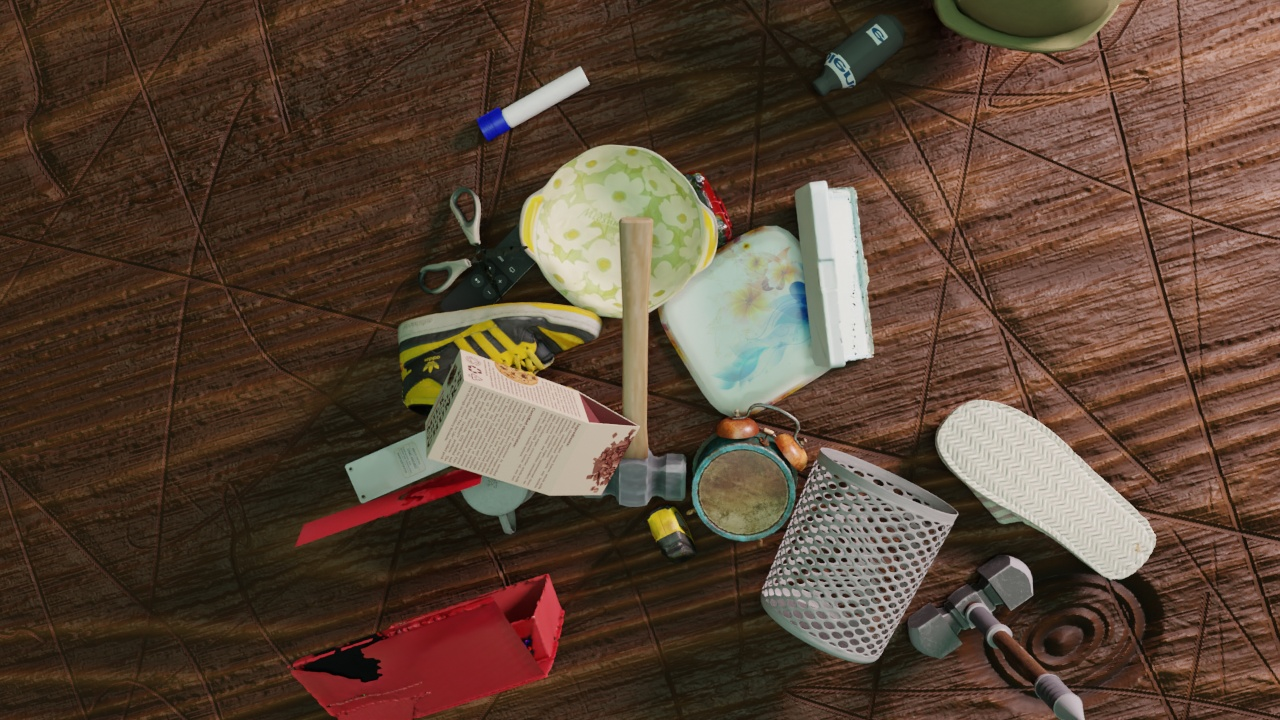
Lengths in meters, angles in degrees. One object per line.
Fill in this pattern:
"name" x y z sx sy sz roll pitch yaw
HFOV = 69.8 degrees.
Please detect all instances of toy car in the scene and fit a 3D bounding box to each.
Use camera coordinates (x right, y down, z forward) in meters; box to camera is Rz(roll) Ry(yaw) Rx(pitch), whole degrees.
"toy car" 0.073 -0.170 1.035 0.036 0.042 0.091 -33 97 -34

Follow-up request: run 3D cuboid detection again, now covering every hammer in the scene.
"hammer" 0.368 0.286 0.907 0.156 0.322 0.043 -37 91 4
"hammer" -0.006 0.006 1.007 0.117 0.051 0.323 1 108 3

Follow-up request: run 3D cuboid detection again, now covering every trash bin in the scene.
"trash bin" 0.230 0.212 0.996 0.156 0.156 0.183 24 97 1

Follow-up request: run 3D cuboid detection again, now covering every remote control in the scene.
"remote control" -0.169 -0.099 1.069 0.147 0.008 0.045 -45 90 4
"remote control" -0.279 0.120 1.086 0.136 0.011 0.050 -23 92 4

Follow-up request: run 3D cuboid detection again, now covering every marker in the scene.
"marker" -0.122 -0.294 1.048 0.133 0.023 0.027 -28 70 4

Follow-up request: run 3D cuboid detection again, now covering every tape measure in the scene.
"tape measure" 0.034 0.199 1.048 0.037 0.065 0.064 -28 69 8

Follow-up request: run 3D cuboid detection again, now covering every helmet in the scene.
"helmet" 0.383 -0.420 0.888 0.250 0.255 0.233 13 90 3

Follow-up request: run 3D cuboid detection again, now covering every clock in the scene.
"clock" 0.124 0.121 1.034 0.121 0.073 0.158 23 106 2

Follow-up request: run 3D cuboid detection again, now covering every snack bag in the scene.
"snack bag" -0.111 0.077 0.969 0.206 0.069 0.094 21 110 -23

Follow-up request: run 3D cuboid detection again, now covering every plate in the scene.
"plate" 0.131 -0.044 1.053 0.187 0.016 0.187 -31 91 4

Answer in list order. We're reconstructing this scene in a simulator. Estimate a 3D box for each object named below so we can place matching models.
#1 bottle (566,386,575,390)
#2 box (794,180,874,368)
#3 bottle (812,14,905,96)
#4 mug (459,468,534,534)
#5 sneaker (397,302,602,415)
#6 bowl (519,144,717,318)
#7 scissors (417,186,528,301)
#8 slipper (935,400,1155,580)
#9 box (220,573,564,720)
"bottle" -0.118 0.065 1.049 0.109 0.063 0.063 -6 93 11
"box" 0.216 -0.094 1.003 0.122 0.078 0.197 -10 95 -38
"bottle" 0.239 -0.335 1.015 0.112 0.047 0.047 -38 91 5
"mug" -0.159 0.147 1.053 0.084 0.070 0.113 -8 91 3
"sneaker" -0.159 0.009 1.014 0.239 0.086 0.122 -5 74 15
"bowl" -0.024 -0.142 1.034 0.219 0.060 0.188 5 93 2
"scissors" -0.196 -0.120 1.036 0.158 0.012 0.170 -33 63 26
"slipper" 0.448 0.144 1.031 0.263 0.052 0.115 37 96 4
"box" -0.207 0.304 0.917 0.211 0.378 0.124 -19 77 4
